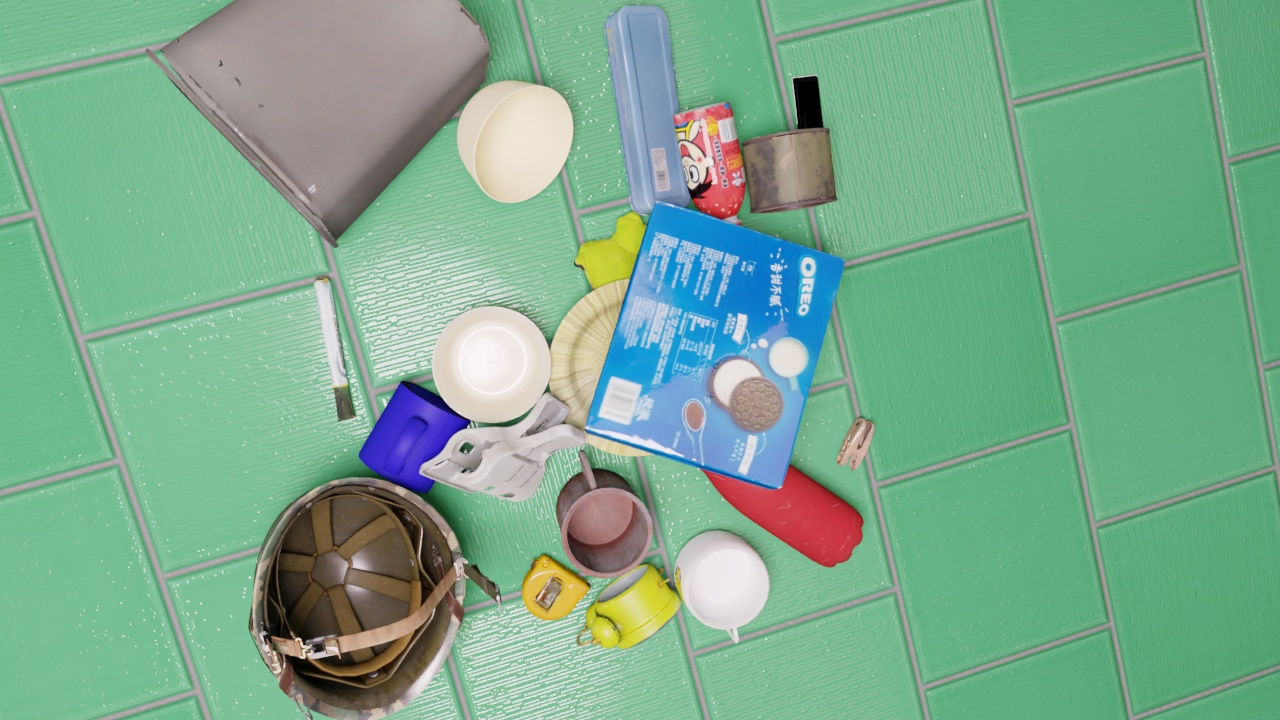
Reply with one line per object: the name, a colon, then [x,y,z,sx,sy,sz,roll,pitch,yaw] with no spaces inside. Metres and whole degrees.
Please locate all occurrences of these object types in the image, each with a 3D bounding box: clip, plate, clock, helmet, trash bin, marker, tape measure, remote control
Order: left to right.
marker: [-0.308,-0.011,0.923,0.017,0.017,0.146,-9,97,-8]
trash bin: [-0.269,-0.252,0.826,0.220,0.197,0.197,-45,98,-9]
helmet: [-0.255,0.220,0.842,0.192,0.237,0.224,-16,87,-31]
clip: [-0.123,0.099,0.897,0.151,0.125,0.089,-24,70,8]
tape measure: [-0.097,0.244,0.973,0.068,0.030,0.059,36,87,-10]
clock: [-0.015,0.265,0.961,0.119,0.083,0.057,-34,94,-8]
plate: [-0.005,0.006,0.959,0.184,0.036,0.184,-2,99,-11]
remote control: [0.183,-0.241,0.981,0.028,0.012,0.124,-9,97,-8]
clip: [0.235,0.092,1.015,0.049,0.026,0.061,-12,104,-4]

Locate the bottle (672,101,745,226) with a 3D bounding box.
bottle: [0.076,-0.188,0.933,0.062,0.062,0.137,-15,105,-7]

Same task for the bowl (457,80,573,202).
bowl: [-0.135,-0.224,0.897,0.074,0.118,0.118,38,88,32]

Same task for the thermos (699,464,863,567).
thermos: [0.127,0.132,0.964,0.240,0.073,0.073,34,89,-17]

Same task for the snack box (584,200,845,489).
snack box: [0.071,-0.015,0.894,0.195,0.056,0.238,17,82,-1]

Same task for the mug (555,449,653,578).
mug: [-0.044,0.147,0.934,0.096,0.110,0.123,-15,97,-13]

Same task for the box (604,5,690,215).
box: [0.006,-0.257,0.950,0.066,0.052,0.210,-13,100,-30]

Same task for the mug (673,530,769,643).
mug: [0.088,0.243,0.982,0.094,0.068,0.115,-13,97,-8]

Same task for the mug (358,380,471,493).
mug: [-0.222,0.076,0.896,0.079,0.111,0.083,31,90,-6]

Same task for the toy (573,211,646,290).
toy: [-0.018,-0.108,0.951,0.094,0.036,0.093,20,87,-17]

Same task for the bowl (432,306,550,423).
bowl: [-0.150,0.002,0.925,0.115,0.062,0.115,-1,95,-9]

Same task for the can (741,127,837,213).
can: [0.153,-0.192,0.941,0.090,0.090,0.074,-9,97,-8]
